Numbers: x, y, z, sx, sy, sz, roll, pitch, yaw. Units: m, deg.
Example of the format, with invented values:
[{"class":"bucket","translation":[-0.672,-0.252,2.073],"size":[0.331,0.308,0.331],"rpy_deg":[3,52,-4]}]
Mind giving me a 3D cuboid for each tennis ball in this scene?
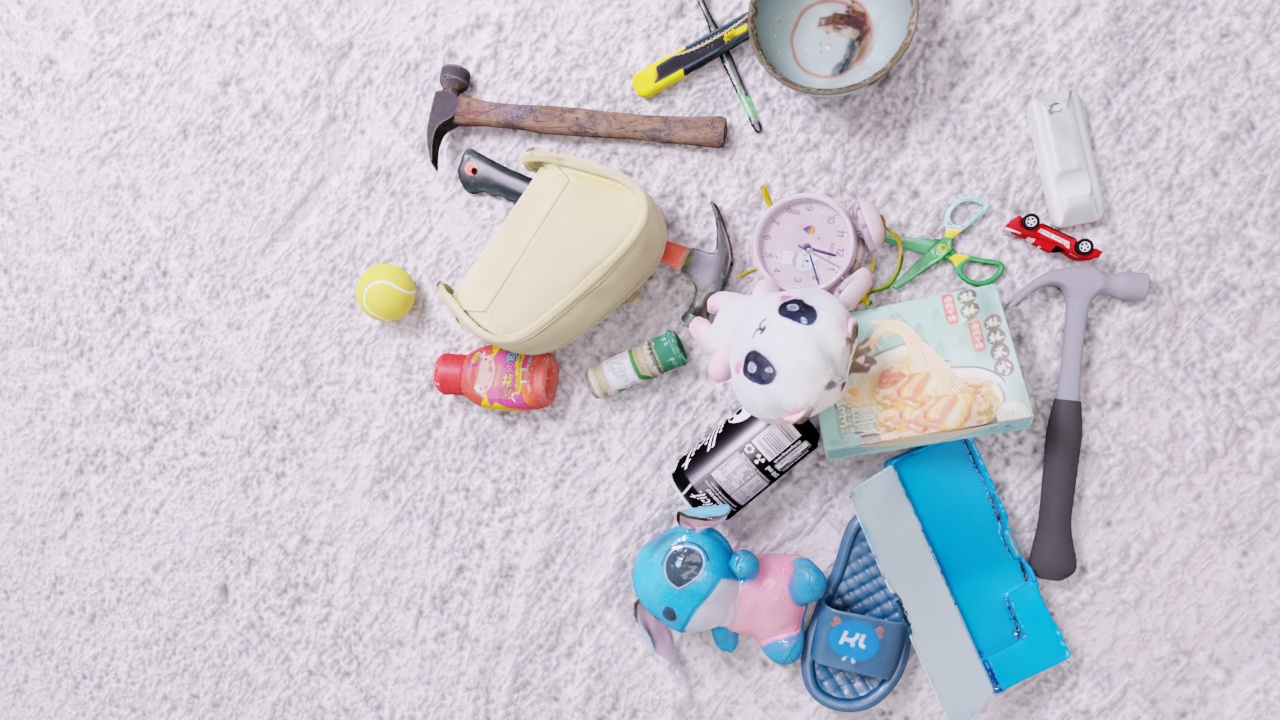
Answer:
[{"class":"tennis ball","translation":[-0.288,-0.077,1.038],"size":[0.065,0.065,0.065],"rpy_deg":[0,90,12]}]

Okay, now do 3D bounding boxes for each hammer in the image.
[{"class":"hammer","translation":[0.414,0.061,0.904],"size":[0.125,0.029,0.311],"rpy_deg":[6,92,12]},{"class":"hammer","translation":[-0.072,-0.253,1.001],"size":[0.330,0.033,0.120],"rpy_deg":[7,78,10]},{"class":"hammer","translation":[-0.055,-0.155,1.006],"size":[0.333,0.033,0.133],"rpy_deg":[24,97,12]}]

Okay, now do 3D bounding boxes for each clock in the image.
[{"class":"clock","translation":[0.186,-0.111,0.932],"size":[0.158,0.058,0.117],"rpy_deg":[16,93,17]}]

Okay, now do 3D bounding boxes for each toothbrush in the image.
[{"class":"toothbrush","translation":[0.090,-0.329,0.984],"size":[0.014,0.017,0.188],"rpy_deg":[-24,88,15]}]

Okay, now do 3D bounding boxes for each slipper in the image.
[{"class":"slipper","translation":[0.230,0.255,0.929],"size":[0.104,0.059,0.213],"rpy_deg":[16,91,10]}]

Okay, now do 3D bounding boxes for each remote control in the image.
[{"class":"remote control","translation":[0.420,-0.198,0.904],"size":[0.050,0.022,0.133],"rpy_deg":[-12,87,12]}]

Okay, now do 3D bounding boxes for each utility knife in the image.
[{"class":"utility knife","translation":[0.070,-0.331,0.973],"size":[0.175,0.020,0.029],"rpy_deg":[-26,89,17]}]

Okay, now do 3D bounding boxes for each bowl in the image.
[{"class":"bowl","translation":[0.192,-0.332,0.918],"size":[0.160,0.093,0.160],"rpy_deg":[0,90,12]}]

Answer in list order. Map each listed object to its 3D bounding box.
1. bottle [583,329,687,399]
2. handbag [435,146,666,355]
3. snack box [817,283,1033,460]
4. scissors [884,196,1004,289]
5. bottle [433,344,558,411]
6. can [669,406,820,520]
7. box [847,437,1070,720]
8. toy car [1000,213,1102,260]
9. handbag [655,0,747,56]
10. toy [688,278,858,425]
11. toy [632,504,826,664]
[{"class":"bottle","translation":[-0.006,0.006,0.988],"size":[0.110,0.042,0.042],"rpy_deg":[-24,85,12]},{"class":"handbag","translation":[-0.092,-0.105,0.964],"size":[0.191,0.088,0.233],"rpy_deg":[39,97,22]},{"class":"snack box","translation":[0.267,0.013,0.905],"size":[0.194,0.044,0.141],"rpy_deg":[-11,65,12]},{"class":"scissors","translation":[0.309,-0.121,0.934],"size":[0.127,0.011,0.123],"rpy_deg":[15,92,11]},{"class":"bottle","translation":[-0.161,0.018,1.017],"size":[0.134,0.048,0.071],"rpy_deg":[3,74,14]},{"class":"can","translation":[0.107,0.098,0.944],"size":[0.146,0.080,0.080],"rpy_deg":[-41,82,9]},{"class":"box","translation":[0.297,0.208,0.891],"size":[0.175,0.060,0.243],"rpy_deg":[-21,85,-26]},{"class":"toy car","translation":[0.403,-0.118,0.900],"size":[0.089,0.038,0.025],"rpy_deg":[29,98,11]},{"class":"handbag","translation":[0.087,-0.379,0.955],"size":[0.178,0.027,0.084],"rpy_deg":[-44,66,-3]},{"class":"toy","translation":[0.125,-0.016,0.887],"size":[0.180,0.101,0.138],"rpy_deg":[30,84,35]},{"class":"toy","translation":[0.088,0.223,0.926],"size":[0.191,0.098,0.225],"rpy_deg":[15,125,-1]}]
